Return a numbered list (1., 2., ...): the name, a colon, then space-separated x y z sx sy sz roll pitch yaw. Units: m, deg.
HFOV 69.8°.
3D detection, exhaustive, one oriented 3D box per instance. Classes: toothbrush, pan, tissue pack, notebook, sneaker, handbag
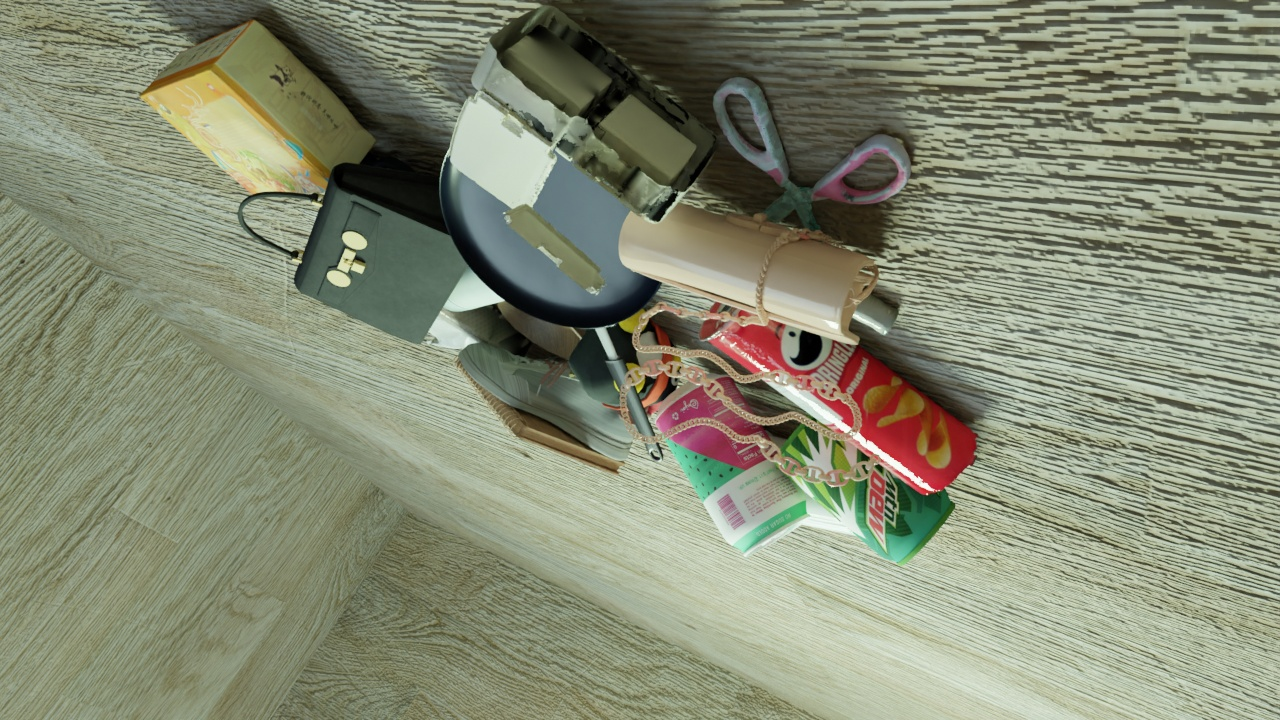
1. toothbrush: 0.103 -0.071 0.678 0.185 0.022 0.024 28 143 7
2. pan: -0.042 -0.048 0.776 0.199 0.021 0.357 -4 126 30
3. tissue pack: -0.223 -0.049 1.082 0.104 0.071 0.181 11 163 42
4. notebook: -0.130 0.061 1.130 0.169 0.022 0.210 26 -171 -39
5. sneaker: -0.092 0.024 1.070 0.236 0.089 0.099 30 -172 -18
6. handbag: -0.269 -0.112 0.853 0.195 0.072 0.176 16 144 -24
7. handbag: 0.068 -0.002 0.612 0.199 0.187 0.116 20 -171 20

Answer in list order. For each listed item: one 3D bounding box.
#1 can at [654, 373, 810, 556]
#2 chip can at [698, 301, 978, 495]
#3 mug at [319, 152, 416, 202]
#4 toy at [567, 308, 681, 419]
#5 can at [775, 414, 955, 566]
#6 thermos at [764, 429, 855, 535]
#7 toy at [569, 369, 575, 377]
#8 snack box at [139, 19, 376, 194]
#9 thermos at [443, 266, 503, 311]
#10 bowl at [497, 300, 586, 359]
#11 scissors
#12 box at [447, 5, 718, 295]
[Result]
1. can: 0.088 0.099 0.887 0.166 0.088 0.088 59 166 17
2. chip can: 0.160 0.020 0.733 0.233 0.073 0.073 35 159 -11
3. mug: -0.256 -0.163 0.912 0.105 0.071 0.077 -25 124 39
4. toy: -0.005 0.005 0.907 0.100 0.097 0.119 -12 158 40
5. can: 0.198 0.107 0.818 0.144 0.083 0.083 41 162 14
6. thermos: 0.170 0.131 0.939 0.221 0.099 0.099 10 151 35
7. toy: -0.028 0.019 1.006 0.100 0.063 0.076 13 -168 9
8. snack box: -0.356 -0.232 0.863 0.196 0.080 0.145 8 150 46
9. thermos: -0.141 -0.091 0.907 0.068 0.067 0.231 41 158 -24
10. bowl: -0.098 -0.046 0.997 0.118 0.030 0.118 27 159 11
11. scissors: 0.093 -0.122 0.593 0.158 0.014 0.173 34 162 -9
12. box: -0.058 -0.106 0.545 0.143 0.193 0.101 38 129 -4
